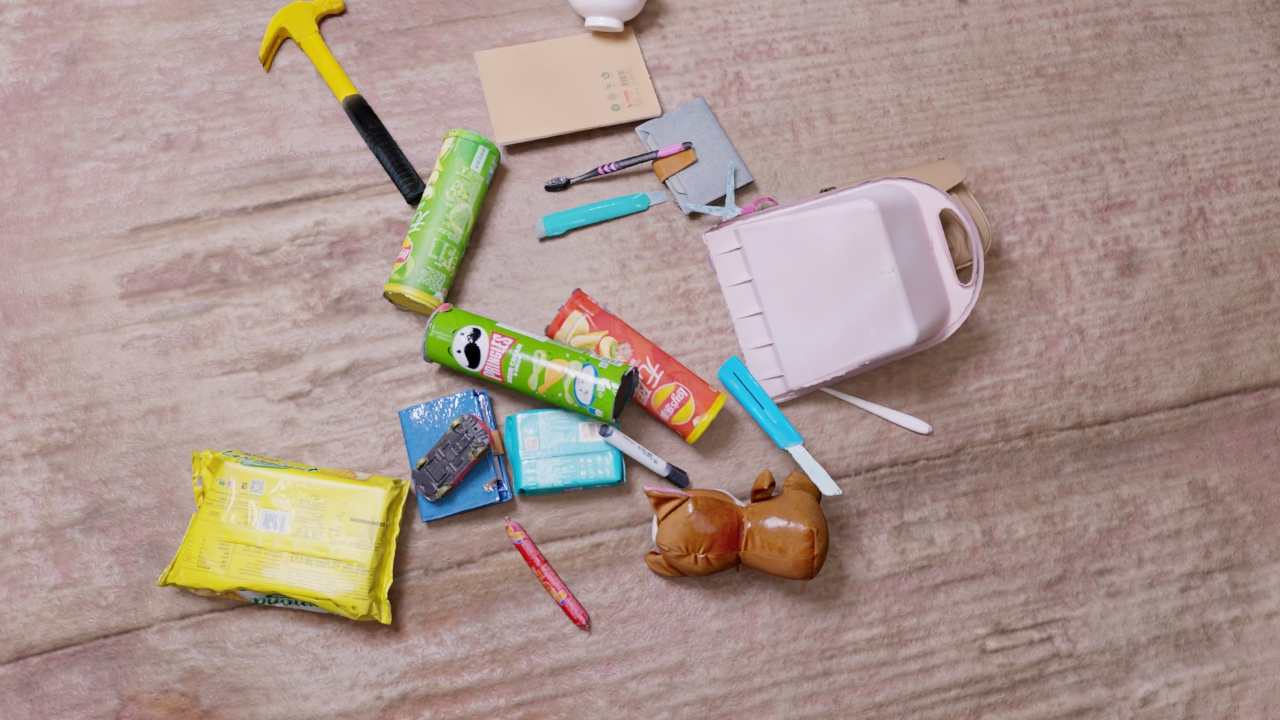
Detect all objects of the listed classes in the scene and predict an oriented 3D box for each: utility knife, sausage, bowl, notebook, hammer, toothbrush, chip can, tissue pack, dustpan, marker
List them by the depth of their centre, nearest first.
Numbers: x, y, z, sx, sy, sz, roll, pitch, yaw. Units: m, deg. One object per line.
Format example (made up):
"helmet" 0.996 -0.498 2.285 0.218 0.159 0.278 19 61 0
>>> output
"chip can" -0.123 0.003 1.015 0.236 0.072 0.072 18 75 13
"sausage" -0.105 0.236 1.018 0.020 0.020 0.156 -37 82 -12
"marker" 0.005 0.107 1.028 0.130 0.018 0.022 36 40 -28
"utility knife" 0.154 0.073 1.029 0.034 0.018 0.218 -30 53 -10
"tissue pack" -0.085 0.101 1.034 0.133 0.050 0.093 -5 78 -6
"chip can" -0.006 0.006 1.054 0.216 0.073 0.073 36 76 5
"dustpan" 0.241 -0.088 1.060 0.138 0.274 0.222 -25 100 -53
"chip can" -0.229 -0.163 1.072 0.072 0.073 0.221 18 76 -1
"toothbrush" 0.265 0.051 1.095 0.180 0.016 0.016 22 78 0
"hammer" -0.351 -0.314 1.116 0.128 0.033 0.300 -34 82 -11
"toothbrush" -0.028 -0.238 1.118 0.189 0.018 0.014 -16 83 3
"utility knife" -0.048 -0.181 1.123 0.176 0.013 0.029 -16 81 -12
"bowl" -0.043 -0.448 1.146 0.118 0.118 0.065 4 101 -5
"notebook" -0.092 -0.346 1.147 0.207 0.008 0.147 -13 67 -8

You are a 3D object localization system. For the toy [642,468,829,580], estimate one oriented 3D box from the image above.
"toy" 0.102 0.179 1.000 0.199 0.130 0.140 -5 112 -1

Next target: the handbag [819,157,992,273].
"handbag" 0.315 -0.159 1.105 0.204 0.100 0.147 -16 84 -8

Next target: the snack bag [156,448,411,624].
"snack bag" -0.372 0.184 0.981 0.246 0.068 0.158 9 76 -2

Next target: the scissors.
"scissors" 0.113 -0.176 1.120 0.134 0.017 0.133 1 95 -19

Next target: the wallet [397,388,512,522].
"wallet" -0.207 0.105 1.029 0.106 0.040 0.133 -16 79 0

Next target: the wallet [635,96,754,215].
"wallet" 0.065 -0.254 1.138 0.106 0.037 0.129 -27 81 -11

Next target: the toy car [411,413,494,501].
"toy car" -0.204 0.106 0.993 0.106 0.031 0.049 -47 73 11
